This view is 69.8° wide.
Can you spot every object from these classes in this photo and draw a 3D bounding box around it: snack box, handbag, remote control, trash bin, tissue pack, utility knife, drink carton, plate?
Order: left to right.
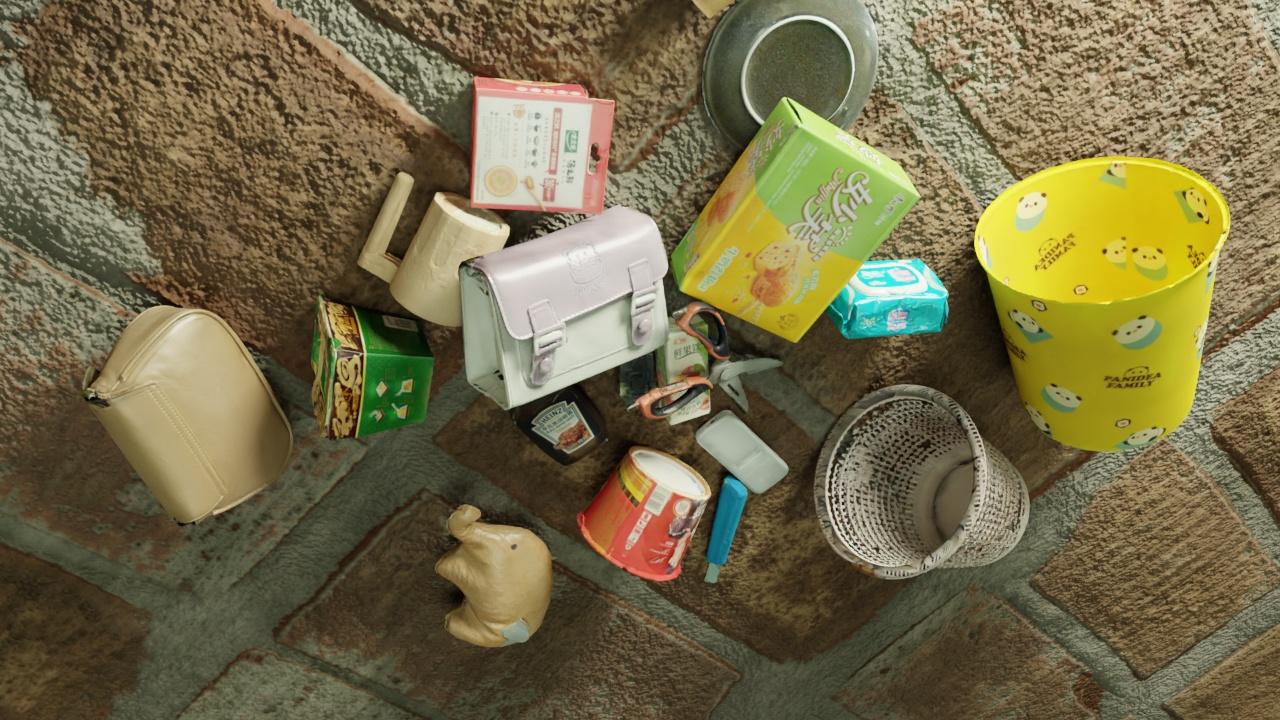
[{"bbox_3d":[-0.437,0.052,0.889,0.100,0.147,0.205,3,128,29],"label":"handbag"},{"bbox_3d":[-0.269,0.007,0.922,0.105,0.118,0.118,-1,123,-27],"label":"snack box"},{"bbox_3d":[-0.095,-0.201,0.864,0.127,0.044,0.113,1,120,-13],"label":"snack box"},{"bbox_3d":[-0.070,-0.055,0.890,0.196,0.098,0.145,-24,121,-33],"label":"handbag"},{"bbox_3d":[0.046,0.007,1.025,0.053,0.045,0.123,-16,126,-16],"label":"drink carton"},{"bbox_3d":[0.105,0.226,1.186,0.034,0.018,0.188,27,128,23],"label":"utility knife"},{"bbox_3d":[0.125,0.113,1.125,0.056,0.020,0.136,-40,122,13],"label":"remote control"},{"bbox_3d":[0.151,-0.135,0.932,0.157,0.070,0.211,22,122,-24],"label":"snack box"},{"bbox_3d":[0.149,-0.276,0.886,0.179,0.024,0.180,-6,122,-10],"label":"plate"},{"bbox_3d":[0.260,-0.070,1.000,0.133,0.093,0.050,-5,126,-11],"label":"tissue pack"},{"bbox_3d":[0.357,0.162,1.112,0.192,0.227,0.228,21,115,-38],"label":"trash bin"},{"bbox_3d":[0.502,-0.050,1.000,0.229,0.229,0.255,-25,129,3],"label":"trash bin"}]

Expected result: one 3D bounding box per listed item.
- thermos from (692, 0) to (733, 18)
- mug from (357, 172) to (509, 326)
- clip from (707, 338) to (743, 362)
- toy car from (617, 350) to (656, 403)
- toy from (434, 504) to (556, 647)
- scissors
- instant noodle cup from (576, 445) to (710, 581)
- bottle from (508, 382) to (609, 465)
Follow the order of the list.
[{"bbox_3d":[0.095,-0.365,0.784,0.143,0.093,0.093,-39,122,20],"label":"thermos"},{"bbox_3d":[-0.200,-0.108,0.885,0.124,0.084,0.104,31,111,1],"label":"mug"},{"bbox_3d":[0.095,-0.005,1.048,0.056,0.026,0.024,26,110,-12],"label":"clip"},{"bbox_3d":[-0.006,0.006,1.020,0.043,0.034,0.091,-7,121,-6],"label":"toy car"},{"bbox_3d":[-0.173,0.251,1.107,0.143,0.082,0.226,-11,121,-17],"label":"toy"},{"bbox_3d":[0.077,0.007,0.993,0.226,0.015,0.189,-20,134,-29],"label":"scissors"},{"bbox_3d":[0.012,0.174,1.074,0.137,0.138,0.109,22,106,-25],"label":"instant noodle cup"},{"bbox_3d":[-0.109,0.040,0.993,0.080,0.044,0.195,-32,132,7],"label":"bottle"}]
